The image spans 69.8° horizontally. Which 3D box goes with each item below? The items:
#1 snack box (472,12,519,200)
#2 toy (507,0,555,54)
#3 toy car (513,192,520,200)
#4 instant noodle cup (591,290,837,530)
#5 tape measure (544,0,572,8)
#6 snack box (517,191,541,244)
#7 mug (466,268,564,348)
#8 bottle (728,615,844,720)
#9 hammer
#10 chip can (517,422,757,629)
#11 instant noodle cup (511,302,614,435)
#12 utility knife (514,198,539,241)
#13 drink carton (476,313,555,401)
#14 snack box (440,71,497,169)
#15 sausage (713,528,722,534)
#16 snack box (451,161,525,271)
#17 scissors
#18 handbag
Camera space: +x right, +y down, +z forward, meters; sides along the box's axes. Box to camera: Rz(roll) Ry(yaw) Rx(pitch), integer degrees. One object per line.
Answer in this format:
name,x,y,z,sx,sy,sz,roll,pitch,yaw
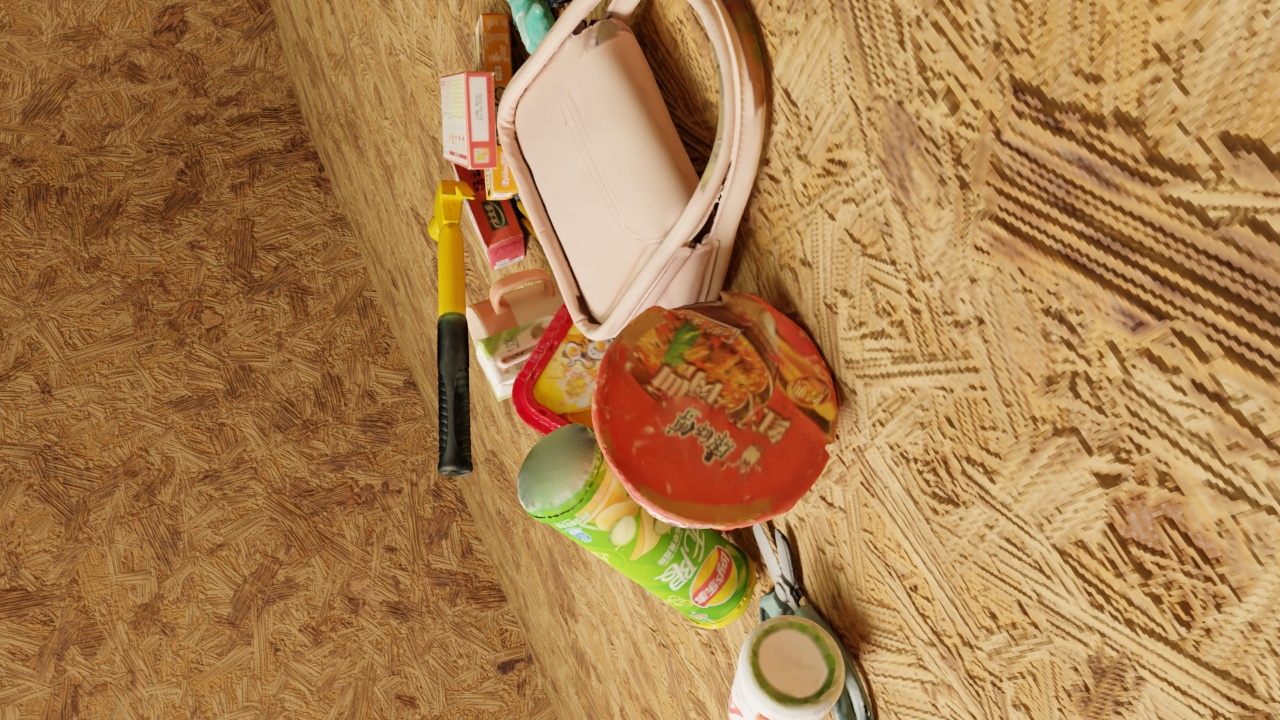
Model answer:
snack box,-0.130,-0.225,0.827,0.075,0.026,0.154,-161,67,-74
toy,-0.090,-0.278,0.723,0.097,0.030,0.092,103,147,-72
toy car,-0.138,-0.217,0.913,0.054,0.036,0.121,52,165,50
instant noodle cup,0.039,0.043,0.558,0.109,0.137,0.138,99,146,-71
tape measure,-0.055,-0.280,0.613,0.065,0.033,0.066,67,164,1
snack box,-0.084,-0.176,0.817,0.084,0.026,0.157,66,161,13
mug,-0.111,-0.044,0.911,0.081,0.105,0.115,54,157,37
bottle,0.098,0.247,0.659,0.068,0.068,0.197,57,163,31
hammer,-0.180,-0.039,0.876,0.129,0.032,0.300,130,138,-62
chip can,0.002,0.125,0.673,0.221,0.072,0.072,43,-179,-38
instant noodle cup,-0.031,0.022,0.735,0.116,0.116,0.124,31,171,2
utility knife,-0.083,-0.112,0.901,0.216,0.015,0.033,47,155,48
drink carton,-0.086,-0.011,0.852,0.053,0.122,0.046,62,159,20
snack box,-0.153,-0.212,0.807,0.156,0.027,0.077,-141,49,-65
sausage,0.032,0.126,0.828,0.165,0.021,0.021,28,136,64
snack box,-0.165,-0.168,0.995,0.127,0.044,0.113,134,114,-81
scissors,0.112,0.199,0.690,0.177,0.019,0.171,64,162,8
handbag,0.002,-0.137,0.561,0.193,0.093,0.235,65,153,13
